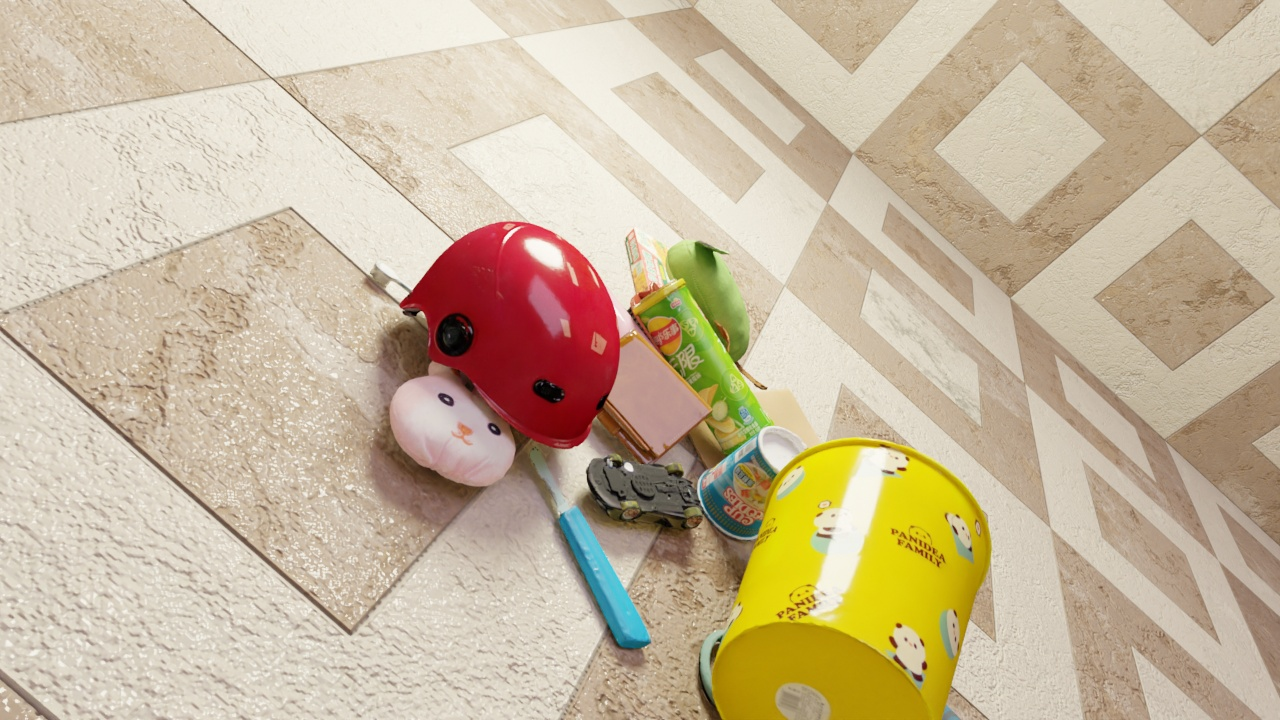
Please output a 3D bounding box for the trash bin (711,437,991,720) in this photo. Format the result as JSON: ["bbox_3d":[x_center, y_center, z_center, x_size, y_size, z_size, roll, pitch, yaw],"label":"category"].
[{"bbox_3d":[0.191,0.232,0.843,0.229,0.230,0.254,43,35,0],"label":"trash bin"}]

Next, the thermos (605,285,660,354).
[{"bbox_3d":[-0.006,0.006,1.089,0.198,0.067,0.087,51,1,16],"label":"thermos"}]

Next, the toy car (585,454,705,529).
[{"bbox_3d":[0.005,0.137,0.943,0.158,0.042,0.070,17,38,-39],"label":"toy car"}]

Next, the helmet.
[{"bbox_3d":[-0.102,-0.043,0.895,0.206,0.144,0.240,13,30,-52],"label":"helmet"}]

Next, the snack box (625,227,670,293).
[{"bbox_3d":[0.023,-0.126,1.333,0.077,0.027,0.155,26,33,-29],"label":"snack box"}]

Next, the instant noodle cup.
[{"bbox_3d":[0.131,0.131,1.023,0.099,0.110,0.099,20,42,-20],"label":"instant noodle cup"}]

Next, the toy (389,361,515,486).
[{"bbox_3d":[-0.167,0.050,0.839,0.121,0.054,0.159,33,22,-18],"label":"toy"}]

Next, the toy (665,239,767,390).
[{"bbox_3d":[0.095,-0.068,1.221,0.226,0.090,0.247,-111,175,-48],"label":"toy"}]

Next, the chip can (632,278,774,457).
[{"bbox_3d":[0.077,0.011,1.092,0.221,0.073,0.072,58,30,-1],"label":"chip can"}]

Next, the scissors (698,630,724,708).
[{"bbox_3d":[0.121,0.301,0.896,0.143,0.019,0.179,46,27,6],"label":"scissors"}]

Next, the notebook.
[{"bbox_3d":[0.148,0.099,1.162,0.207,0.008,0.147,-2,52,-36],"label":"notebook"}]

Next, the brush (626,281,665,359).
[{"bbox_3d":[0.034,-0.033,1.178,0.063,0.069,0.145,0,50,-52],"label":"brush"}]

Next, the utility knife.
[{"bbox_3d":[-0.053,0.168,0.852,0.034,0.018,0.218,0,52,-49],"label":"utility knife"}]

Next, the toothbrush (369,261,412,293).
[{"bbox_3d":[-0.204,-0.042,0.954,0.180,0.016,0.016,38,32,-14],"label":"toothbrush"}]

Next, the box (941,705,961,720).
[{"bbox_3d":[0.286,0.386,0.944,0.184,0.061,0.089,46,28,2],"label":"box"}]

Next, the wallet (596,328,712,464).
[{"bbox_3d":[-0.004,0.043,1.004,0.118,0.035,0.130,-39,79,-24],"label":"wallet"}]
